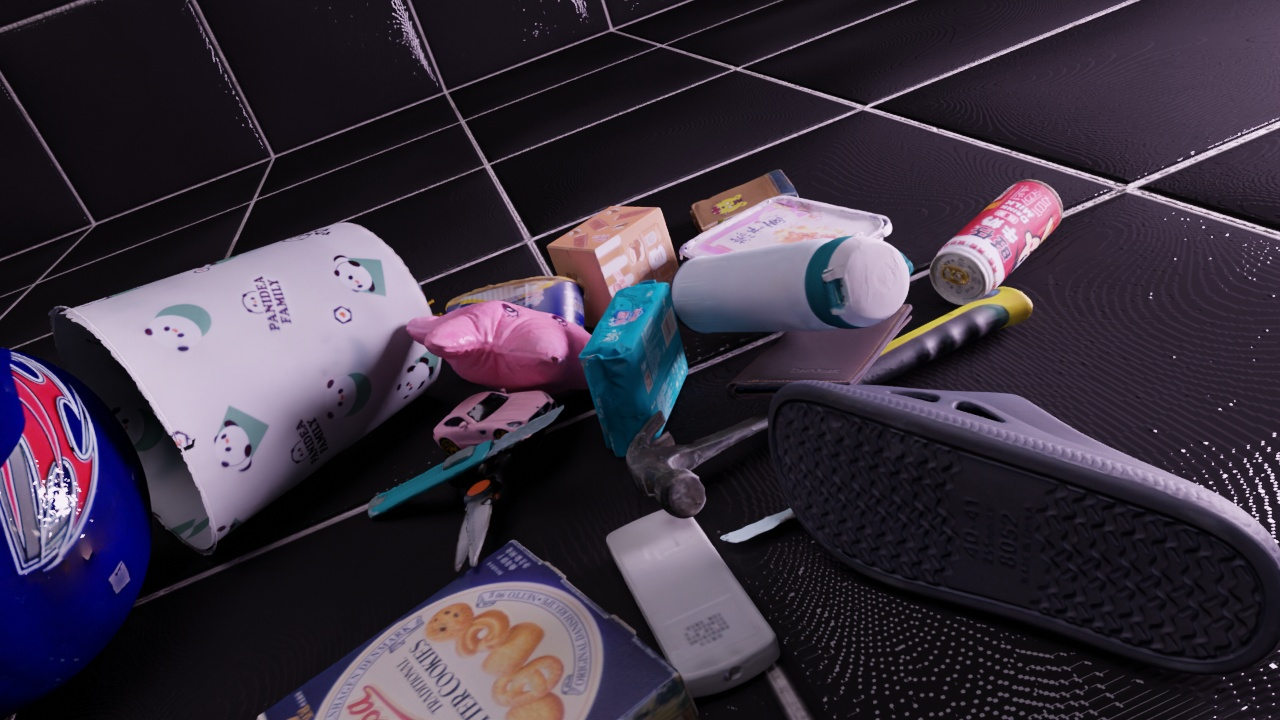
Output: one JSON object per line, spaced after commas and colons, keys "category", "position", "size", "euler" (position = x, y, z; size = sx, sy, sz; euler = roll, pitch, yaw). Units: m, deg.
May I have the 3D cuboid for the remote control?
{"category": "remote control", "position": [0.027, 0.137, 0.543], "size": [0.058, 0.021, 0.150], "euler": [-22, 27, -10]}

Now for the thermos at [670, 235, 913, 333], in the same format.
{"category": "thermos", "position": [0.106, -0.054, 0.685], "size": [0.073, 0.073, 0.225], "euler": [-32, 15, -22]}

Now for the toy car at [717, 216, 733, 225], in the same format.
{"category": "toy car", "position": [0.097, -0.123, 0.958], "size": [0.042, 0.035, 0.090], "euler": [-4, 32, 30]}

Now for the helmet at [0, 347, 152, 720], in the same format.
{"category": "helmet", "position": [-0.494, 0.102, 0.661], "size": [0.240, 0.248, 0.315], "euler": [-21, 65, -22]}

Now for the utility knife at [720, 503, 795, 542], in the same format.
{"category": "utility knife", "position": [0.141, 0.076, 0.584], "size": [0.194, 0.018, 0.034], "euler": [-22, 16, -4]}

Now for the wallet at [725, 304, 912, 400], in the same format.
{"category": "wallet", "position": [0.131, -0.006, 0.660], "size": [0.097, 0.020, 0.122], "euler": [-6, 23, 41]}

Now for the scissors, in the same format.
{"category": "scissors", "position": [-0.126, 0.102, 0.678], "size": [0.143, 0.022, 0.234], "euler": [-19, 19, 26]}

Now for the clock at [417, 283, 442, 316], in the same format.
{"category": "clock", "position": [-0.289, -0.042, 1.042], "size": [0.121, 0.055, 0.082], "euler": [-27, 29, -11]}

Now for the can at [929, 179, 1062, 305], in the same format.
{"category": "can", "position": [0.296, -0.099, 0.764], "size": [0.132, 0.053, 0.053], "euler": [-38, 32, -31]}

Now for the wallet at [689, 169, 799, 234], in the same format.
{"category": "wallet", "position": [0.117, -0.176, 1.049], "size": [0.115, 0.033, 0.090], "euler": [-22, 28, 4]}

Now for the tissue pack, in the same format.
{"category": "tissue pack", "position": [-0.004, 0.004, 0.730], "size": [0.050, 0.093, 0.133], "euler": [-4, 30, 20]}

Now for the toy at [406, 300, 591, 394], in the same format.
{"category": "toy", "position": [-0.092, -0.007, 0.775], "size": [0.194, 0.074, 0.179], "euler": [10, 3, -26]}

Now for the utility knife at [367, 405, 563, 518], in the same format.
{"category": "utility knife", "position": [-0.140, 0.079, 0.697], "size": [0.224, 0.013, 0.029], "euler": [-27, 28, 30]}

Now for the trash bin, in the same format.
{"category": "trash bin", "position": [-0.333, 0.006, 0.817], "size": [0.230, 0.230, 0.251], "euler": [9, 33, 43]}

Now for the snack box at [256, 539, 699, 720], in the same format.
{"category": "snack box", "position": [-0.092, 0.194, 0.492], "size": [0.182, 0.046, 0.178], "euler": [-33, 29, -25]}

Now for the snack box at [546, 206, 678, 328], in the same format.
{"category": "snack box", "position": [-0.023, -0.093, 0.919], "size": [0.094, 0.093, 0.077], "euler": [-38, 32, -31]}

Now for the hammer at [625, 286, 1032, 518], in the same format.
{"category": "hammer", "position": [0.138, 0.018, 0.663], "size": [0.323, 0.032, 0.126], "euler": [-24, 17, -13]}

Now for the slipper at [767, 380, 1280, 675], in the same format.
{"category": "slipper", "position": [0.189, 0.074, 0.485], "size": [0.268, 0.111, 0.083], "euler": [17, 28, 42]}

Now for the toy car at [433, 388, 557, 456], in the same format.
{"category": "toy car", "position": [-0.119, 0.046, 0.730], "size": [0.123, 0.037, 0.056], "euler": [-11, 25, 42]}

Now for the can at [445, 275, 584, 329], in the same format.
{"category": "can", "position": [-0.123, -0.038, 0.893], "size": [0.148, 0.074, 0.049], "euler": [-11, 67, 21]}

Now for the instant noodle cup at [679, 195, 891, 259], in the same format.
{"category": "instant noodle cup", "position": [0.134, -0.091, 0.850], "size": [0.137, 0.060, 0.173], "euler": [-30, 28, -19]}
